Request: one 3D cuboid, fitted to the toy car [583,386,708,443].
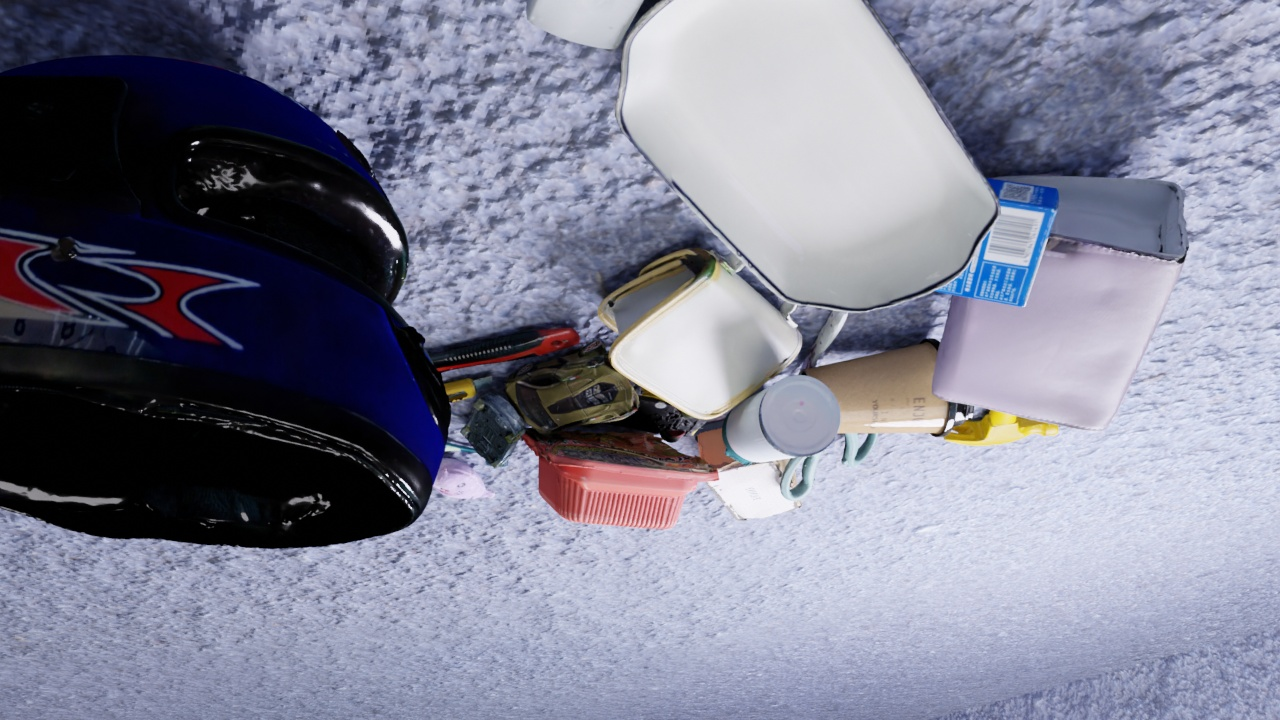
[{"bbox_3d":[-0.004,0.041,0.888,0.155,0.041,0.071,9,147,-13],"label":"toy car"}]

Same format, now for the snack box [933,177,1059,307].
[{"bbox_3d":[0.194,-0.089,0.631,0.157,0.026,0.085,13,138,17],"label":"snack box"}]

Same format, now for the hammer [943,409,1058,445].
[{"bbox_3d":[0.372,0.015,0.911,0.129,0.032,0.301,-10,150,6],"label":"hammer"}]

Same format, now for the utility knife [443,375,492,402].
[{"bbox_3d":[-0.216,0.040,0.879,0.174,0.015,0.033,-14,152,16],"label":"utility knife"}]

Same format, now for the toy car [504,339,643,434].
[{"bbox_3d":[-0.064,0.031,0.822,0.159,0.042,0.070,-17,114,41],"label":"toy car"}]

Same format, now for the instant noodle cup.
[{"bbox_3d":[-0.030,0.112,0.902,0.164,0.079,0.189,8,-177,-19],"label":"instant noodle cup"}]

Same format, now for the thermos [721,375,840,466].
[{"bbox_3d":[0.121,0.057,0.843,0.073,0.073,0.224,-3,172,-4],"label":"thermos"}]

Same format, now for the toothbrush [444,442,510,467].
[{"bbox_3d":[-0.216,0.091,0.956,0.191,0.018,0.016,16,155,-40],"label":"toothbrush"}]

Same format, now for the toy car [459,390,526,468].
[{"bbox_3d":[-0.142,0.066,0.899,0.036,0.054,0.121,-42,174,-29],"label":"toy car"}]

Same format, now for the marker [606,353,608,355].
[{"bbox_3d":[-0.005,0.005,0.854,0.123,0.015,0.018,9,122,-19],"label":"marker"}]

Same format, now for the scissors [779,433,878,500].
[{"bbox_3d":[0.217,0.077,0.980,0.169,0.019,0.178,-11,133,-33],"label":"scissors"}]

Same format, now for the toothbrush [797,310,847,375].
[{"bbox_3d":[0.166,0.001,0.872,0.017,0.016,0.188,-7,151,-13],"label":"toothbrush"}]

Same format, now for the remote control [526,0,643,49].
[{"bbox_3d":[-0.011,-0.217,0.463,0.056,0.019,0.135,9,147,-24],"label":"remote control"}]

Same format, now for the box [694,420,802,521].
[{"bbox_3d":[0.122,0.121,1.030,0.090,0.062,0.184,-13,147,13],"label":"box"}]

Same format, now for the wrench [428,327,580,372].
[{"bbox_3d":[-0.187,0.000,0.817,0.273,0.016,0.056,-8,154,7],"label":"wrench"}]

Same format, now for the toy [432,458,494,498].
[{"bbox_3d":[-0.208,0.130,1.008,0.084,0.039,0.108,8,164,3],"label":"toy"}]

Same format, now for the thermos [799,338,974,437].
[{"bbox_3d":[0.224,0.030,0.849,0.143,0.093,0.093,-6,150,-2],"label":"thermos"}]

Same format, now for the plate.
[{"bbox_3d":[0.103,-0.129,0.559,0.162,0.034,0.265,-25,129,36],"label":"plate"}]

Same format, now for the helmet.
[{"bbox_3d":[-0.248,-0.041,0.503,0.315,0.239,0.248,4,151,5],"label":"helmet"}]

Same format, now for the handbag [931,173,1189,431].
[{"bbox_3d":[0.312,-0.045,0.705,0.145,0.098,0.197,6,141,14],"label":"handbag"}]

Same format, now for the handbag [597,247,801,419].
[{"bbox_3d":[0.071,-0.041,0.756,0.179,0.063,0.163,-36,141,19],"label":"handbag"}]
